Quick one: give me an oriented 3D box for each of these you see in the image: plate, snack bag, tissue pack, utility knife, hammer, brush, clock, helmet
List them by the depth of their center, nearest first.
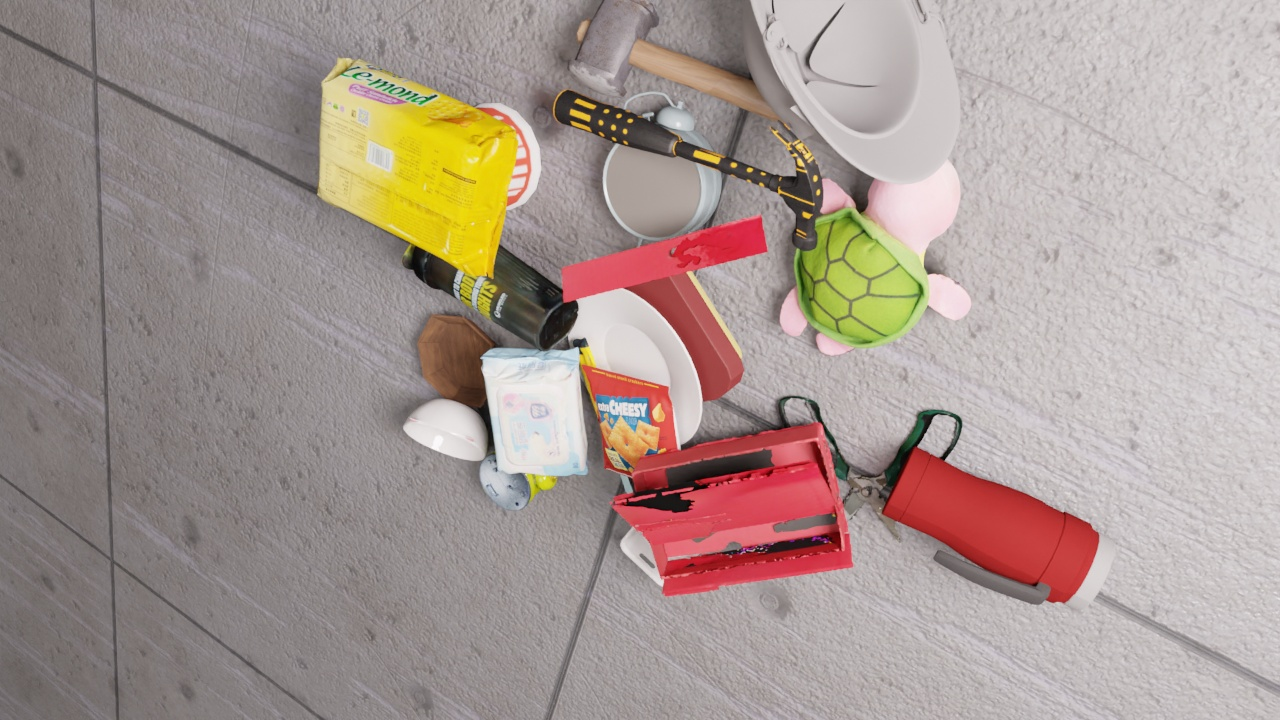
[{"bbox_3d":[0.159,-0.261,0.801,0.118,0.183,0.271,-30,79,66],"label":"helmet"},{"bbox_3d":[0.035,-0.204,0.868,0.321,0.036,0.123,29,151,32],"label":"hammer"},{"bbox_3d":[0.086,-0.263,0.886,0.328,0.052,0.098,25,90,12],"label":"hammer"},{"bbox_3d":[-0.237,-0.198,0.946,0.247,0.068,0.160,26,120,18],"label":"snack bag"},{"bbox_3d":[0.018,-0.199,0.961,0.123,0.045,0.159,-2,109,30],"label":"clock"},{"bbox_3d":[0.050,-0.040,1.001,0.173,0.041,0.082,58,143,-2],"label":"brush"},{"bbox_3d":[-0.006,0.006,1.049,0.209,0.015,0.209,30,137,32],"label":"plate"},{"bbox_3d":[-0.005,0.079,1.054,0.131,0.039,0.144,14,125,40],"label":"snack bag"},{"bbox_3d":[-0.123,0.067,1.098,0.112,0.069,0.182,-1,123,2],"label":"tissue pack"},{"bbox_3d":[-0.040,0.074,1.115,0.030,0.019,0.225,13,129,54],"label":"utility knife"},{"bbox_3d":[-0.156,0.144,1.195,0.119,0.056,0.083,-34,90,36],"label":"clock"},{"bbox_3d":[-0.233,-0.003,1.199,0.131,0.025,0.131,12,115,26],"label":"plate"}]

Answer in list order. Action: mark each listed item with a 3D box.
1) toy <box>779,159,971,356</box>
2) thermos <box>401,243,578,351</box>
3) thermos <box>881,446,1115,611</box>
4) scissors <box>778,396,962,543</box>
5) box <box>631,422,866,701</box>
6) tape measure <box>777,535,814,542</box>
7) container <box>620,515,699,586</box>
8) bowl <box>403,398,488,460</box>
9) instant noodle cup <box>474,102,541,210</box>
[{"bbox_3d":[0.218,-0.093,0.865,0.190,0.087,0.239,47,132,14],"label":"toy"},{"bbox_3d":[-0.176,-0.097,1.078,0.221,0.097,0.098,33,123,22],"label":"thermos"},{"bbox_3d":[0.338,0.169,0.884,0.199,0.107,0.084,26,140,15],"label":"thermos"},{"bbox_3d":[0.229,0.097,0.979,0.204,0.015,0.202,36,121,12],"label":"scissors"},{"bbox_3d":[0.127,0.309,0.933,0.214,0.171,0.477,-12,64,15],"label":"box"},{"bbox_3d":[0.176,0.180,1.032,0.061,0.034,0.062,-3,119,35],"label":"tape measure"},{"bbox_3d":[0.042,0.204,1.110,0.081,0.049,0.129,42,124,9],"label":"container"},{"bbox_3d":[-0.250,0.086,1.212,0.115,0.050,0.115,16,157,7],"label":"bowl"},{"bbox_3d":[-0.198,-0.219,1.031,0.123,0.120,0.123,12,115,26],"label":"instant noodle cup"}]
